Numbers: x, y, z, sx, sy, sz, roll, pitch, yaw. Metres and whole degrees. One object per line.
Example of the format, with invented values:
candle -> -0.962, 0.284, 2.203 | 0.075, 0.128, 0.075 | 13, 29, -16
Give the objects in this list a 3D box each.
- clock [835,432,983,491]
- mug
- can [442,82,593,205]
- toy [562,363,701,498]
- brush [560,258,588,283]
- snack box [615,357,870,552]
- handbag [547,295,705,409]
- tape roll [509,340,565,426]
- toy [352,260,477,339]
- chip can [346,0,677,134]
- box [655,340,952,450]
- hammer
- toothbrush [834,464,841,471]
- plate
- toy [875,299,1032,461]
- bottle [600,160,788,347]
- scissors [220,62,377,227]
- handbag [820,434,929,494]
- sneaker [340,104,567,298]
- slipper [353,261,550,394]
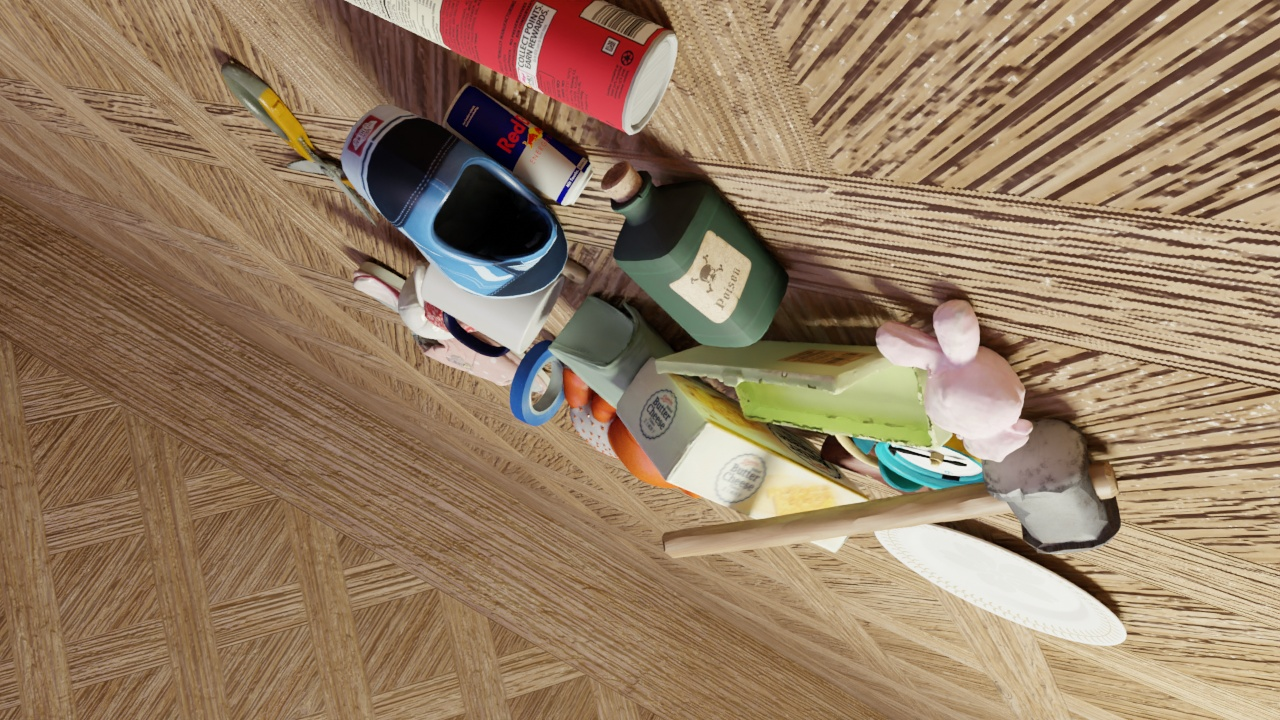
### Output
clock -> 0.204, 0.065, 0.671 | 0.130, 0.043, 0.099 | 5, 151, 41
mug -> -0.132, -0.052, 0.800 | 0.097, 0.078, 0.112 | 30, 129, 1
can -> -0.076, -0.134, 0.576 | 0.095, 0.032, 0.032 | 32, 164, -7
toy -> 0.000, 0.072, 0.975 | 0.172, 0.092, 0.164 | 31, 167, 47
brush -> -0.109, -0.105, 0.753 | 0.151, 0.012, 0.039 | 32, 163, -5
snack box -> 0.087, 0.080, 0.755 | 0.207, 0.057, 0.104 | 27, -167, -35
handbag -> -0.005, 0.005, 0.801 | 0.106, 0.067, 0.122 | 25, 165, 49
tape roll -> -0.106, 0.025, 0.989 | 0.016, 0.091, 0.093 | 22, 167, 25
toy -> -0.195, -0.062, 0.917 | 0.159, 0.084, 0.195 | 17, 167, -27
chip can -> -0.088, -0.176, 0.442 | 0.215, 0.051, 0.052 | 27, 164, 9
box -> 0.111, 0.010, 0.634 | 0.127, 0.066, 0.188 | 23, 170, -31
hammer -> 0.158, 0.112, 0.651 | 0.329, 0.052, 0.098 | -17, 137, 33
toothbrush -> 0.122, 0.067, 0.860 | 0.155, 0.016, 0.022 | 31, 150, -1
plate -> 0.346, 0.211, 0.897 | 0.242, 0.016, 0.243 | 28, 163, 9
toy -> 0.187, 0.010, 0.533 | 0.110, 0.047, 0.064 | 48, 150, -23
bottle -> 0.026, -0.068, 0.547 | 0.061, 0.061, 0.131 | 6, 151, 50
scissors -> -0.274, -0.176, 0.820 | 0.230, 0.016, 0.225 | 23, 162, 26
handbag -> 0.214, 0.100, 0.790 | 0.119, 0.029, 0.055 | 31, 166, -21
sneaker -> -0.090, -0.077, 0.601 | 0.098, 0.083, 0.241 | 34, 180, 21
slipper -> -0.233, -0.027, 1.121 | 0.274, 0.054, 0.114 | 33, 164, -7
